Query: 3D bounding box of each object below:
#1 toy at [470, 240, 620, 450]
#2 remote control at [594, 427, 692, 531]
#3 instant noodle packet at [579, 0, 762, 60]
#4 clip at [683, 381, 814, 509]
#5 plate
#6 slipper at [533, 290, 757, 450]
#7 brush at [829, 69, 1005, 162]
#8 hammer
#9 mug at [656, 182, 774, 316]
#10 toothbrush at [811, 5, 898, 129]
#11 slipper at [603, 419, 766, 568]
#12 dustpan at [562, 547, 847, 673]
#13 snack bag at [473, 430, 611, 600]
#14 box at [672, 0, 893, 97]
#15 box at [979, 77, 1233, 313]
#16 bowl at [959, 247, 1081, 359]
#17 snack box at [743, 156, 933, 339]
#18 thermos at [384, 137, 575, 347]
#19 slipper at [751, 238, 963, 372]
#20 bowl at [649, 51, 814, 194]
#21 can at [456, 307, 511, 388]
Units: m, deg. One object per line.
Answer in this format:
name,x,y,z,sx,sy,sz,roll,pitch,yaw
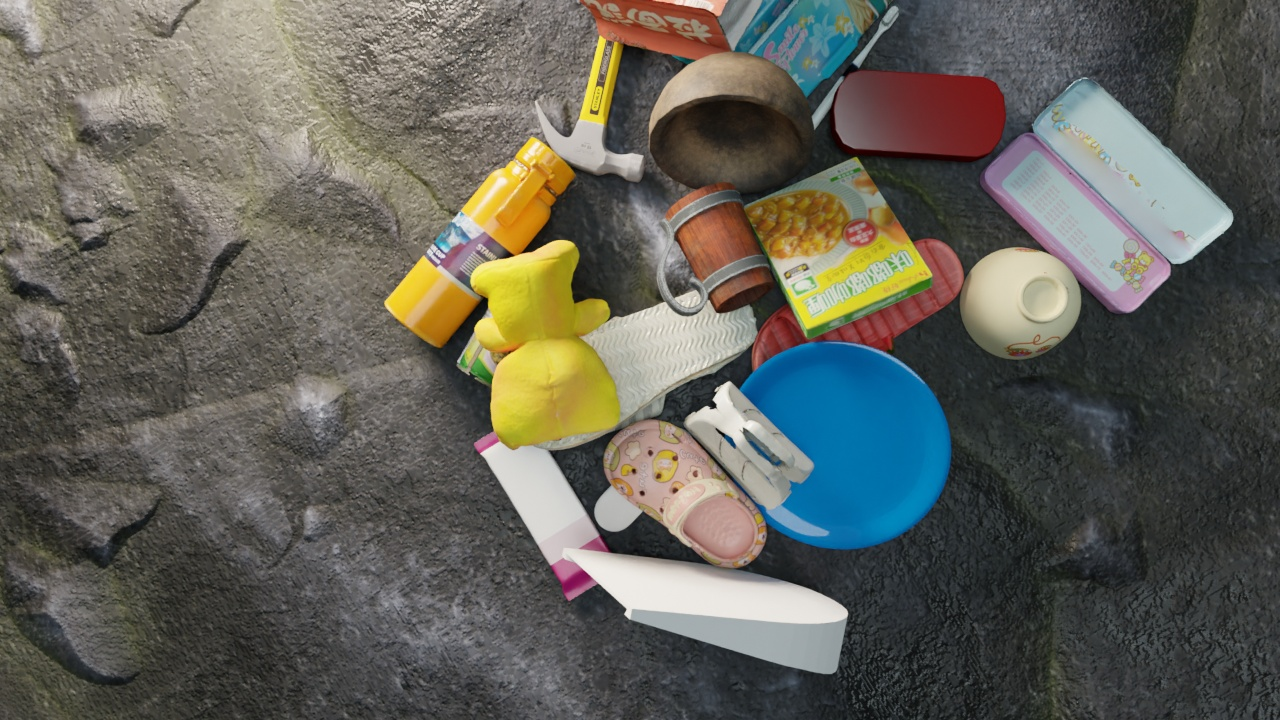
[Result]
toy,-0.089,-0.017,0.885,0.134,0.087,0.194,-11,93,-9
remote control,0.005,0.127,0.977,0.043,0.013,0.136,44,92,2
instant noodle packet,0.057,-0.421,0.911,0.164,0.084,0.220,21,80,26
clip,0.116,0.077,0.899,0.126,0.152,0.105,43,66,0
plate,0.199,0.086,0.939,0.224,0.024,0.224,5,107,16
slipper,-0.006,0.006,0.960,0.272,0.054,0.114,-28,87,-6
brush,0.284,-0.251,0.951,0.173,0.042,0.082,4,90,3
hammer,-0.026,-0.359,0.977,0.127,0.029,0.323,13,89,3
mug,0.067,-0.106,0.928,0.117,0.082,0.111,-21,77,-14
toothbrush,0.214,-0.295,0.968,0.012,0.017,0.187,36,92,14
slipper,0.052,0.140,0.930,0.197,0.081,0.093,40,92,-8
dustpan,0.070,0.243,0.874,0.257,0.192,0.053,11,90,-22
snack bag,-0.099,0.155,0.980,0.070,0.016,0.196,-32,88,0
box,0.152,-0.371,0.943,0.168,0.086,0.227,41,92,3
box,0.475,-0.167,0.942,0.214,0.040,0.151,45,104,2
bowl,0.394,-0.060,0.928,0.118,0.074,0.118,0,89,3
snack box,0.194,-0.117,0.926,0.132,0.027,0.168,-23,60,2
thermos,-0.159,-0.121,0.950,0.232,0.076,0.091,-50,43,1
slipper,0.224,-0.046,0.945,0.249,0.059,0.103,-32,88,1
bowl,0.091,-0.238,0.910,0.162,0.162,0.070,5,67,3
can,-0.134,-0.031,0.958,0.067,0.067,0.121,30,91,3
